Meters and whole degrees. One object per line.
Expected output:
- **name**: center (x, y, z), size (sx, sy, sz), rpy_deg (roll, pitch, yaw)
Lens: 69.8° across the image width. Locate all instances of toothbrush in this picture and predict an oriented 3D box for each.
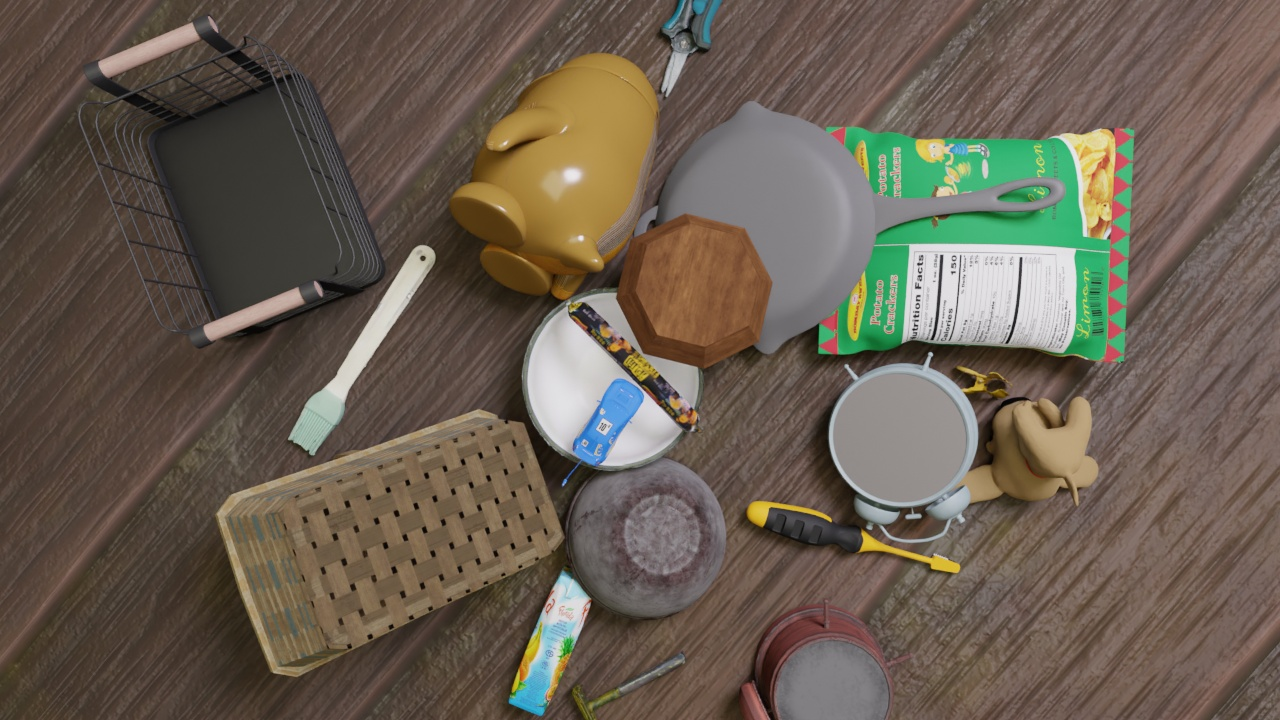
- **toothbrush**: center (0.190, 0.159, 0.818), size (0.196, 0.030, 0.031), rpy_deg (16, 106, -1)

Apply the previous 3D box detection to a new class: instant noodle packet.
- **instant noodle packet**: center (0.283, -0.100, 0.782), size (0.253, 0.090, 0.195), rpy_deg (2, 92, 6)

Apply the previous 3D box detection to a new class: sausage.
- **sausage**: center (-0.004, 0.004, 0.753), size (0.020, 0.020, 0.155), rpy_deg (-45, 89, 1)

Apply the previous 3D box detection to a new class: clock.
- **clock**: center (0.153, 0.292, 0.797), size (0.120, 0.072, 0.157), rpy_deg (33, 90, 1)
- **clock**: center (0.226, 0.077, 0.788), size (0.123, 0.045, 0.159), rpy_deg (-9, 88, 23)

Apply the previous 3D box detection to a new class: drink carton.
- **drink carton**: center (-0.077, 0.247, 0.818), size (0.038, 0.044, 0.129), rpy_deg (22, 92, 0)

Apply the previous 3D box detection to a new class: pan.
- **pan**: center (0.158, -0.118, 0.762), size (0.355, 0.024, 0.216), rpy_deg (-4, 91, 21)

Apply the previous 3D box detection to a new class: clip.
- **clip**: center (0.302, 0.014, 0.810), size (0.047, 0.053, 0.039), rpy_deg (11, 89, 31)

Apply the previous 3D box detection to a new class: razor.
- **razor**: center (-0.006, 0.292, 0.828), size (0.106, 0.026, 0.042), rpy_deg (-27, 87, -2)

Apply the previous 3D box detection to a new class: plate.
- **plate**: center (0.046, -0.059, 0.752), size (0.131, 0.025, 0.131), rpy_deg (0, 84, -3)

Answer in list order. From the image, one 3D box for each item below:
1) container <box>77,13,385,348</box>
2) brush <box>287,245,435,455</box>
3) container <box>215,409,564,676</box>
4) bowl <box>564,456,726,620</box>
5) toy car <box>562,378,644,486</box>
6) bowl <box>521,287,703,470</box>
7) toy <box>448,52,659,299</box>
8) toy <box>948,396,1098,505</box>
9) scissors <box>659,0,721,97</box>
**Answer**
- **container**: center (-0.342, -0.141, 0.780), size (0.163, 0.130, 0.241), rpy_deg (-22, 90, 1)
- **brush**: center (-0.251, -0.012, 0.838), size (0.033, 0.012, 0.217), rpy_deg (33, 90, 1)
- **container**: center (-0.206, 0.144, 0.765), size (0.249, 0.187, 0.157), rpy_deg (-19, 89, -36)
- **bowl**: center (0.011, 0.149, 0.783), size (0.145, 0.067, 0.144), rpy_deg (2, 78, -11)
- **toy car**: center (-0.033, 0.058, 0.733), size (0.033, 0.062, 0.092), rpy_deg (33, 91, 1)
- **bowl**: center (-0.023, 0.016, 0.801), size (0.153, 0.073, 0.153), rpy_deg (0, 90, 1)
- **toy**: center (-0.062, -0.170, 0.767), size (0.163, 0.199, 0.203), rpy_deg (16, 65, 21)
- **toy**: center (0.337, 0.077, 0.779), size (0.134, 0.108, 0.105), rpy_deg (-8, 73, 2)
- **scissors**: center (0.055, -0.311, 0.824), size (0.137, 0.019, 0.129), rpy_deg (-25, 90, 4)
